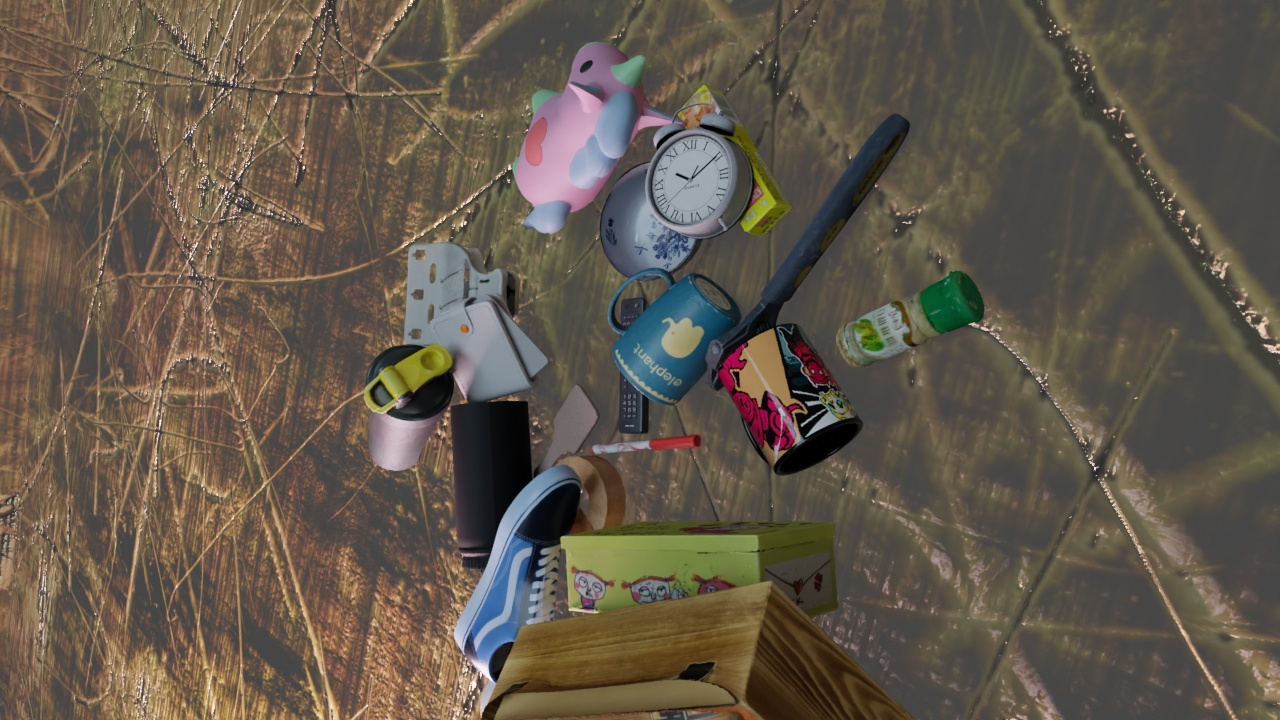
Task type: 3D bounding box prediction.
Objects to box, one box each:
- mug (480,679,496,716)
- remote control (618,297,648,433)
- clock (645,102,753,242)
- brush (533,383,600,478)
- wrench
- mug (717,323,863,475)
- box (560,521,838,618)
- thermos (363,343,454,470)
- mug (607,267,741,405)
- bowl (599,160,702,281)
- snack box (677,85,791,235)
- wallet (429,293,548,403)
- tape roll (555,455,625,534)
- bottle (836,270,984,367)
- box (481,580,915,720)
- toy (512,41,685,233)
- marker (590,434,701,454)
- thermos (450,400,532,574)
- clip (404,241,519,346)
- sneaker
[{"bbox_3d":[-0.104,0.355,0.957,0.106,0.082,0.082,-27,71,38],"label":"mug"},{"bbox_3d":[-0.005,0.005,0.924,0.032,0.015,0.136,-3,84,42],"label":"remote control"},{"bbox_3d":[0.050,-0.169,0.815,0.095,0.035,0.122,-7,83,31],"label":"clock"},{"bbox_3d":[-0.082,0.087,0.994,0.050,0.015,0.136,54,128,30],"label":"brush"},{"bbox_3d":[0.135,-0.085,0.771,0.022,0.073,0.274,46,112,32],"label":"wrench"},{"bbox_3d":[0.119,0.043,0.777,0.098,0.081,0.118,62,153,25],"label":"mug"},{"bbox_3d":[0.047,0.181,0.802,0.221,0.124,0.079,-6,84,44],"label":"box"},{"bbox_3d":[-0.277,0.060,1.069,0.098,0.098,0.221,70,153,19],"label":"thermos"},{"bbox_3d":[0.026,-0.033,0.842,0.112,0.084,0.104,41,113,-3],"label":"mug"},{"bbox_3d":[0.020,-0.130,0.879,0.114,0.045,0.114,-3,84,32],"label":"bowl"},{"bbox_3d":[0.085,-0.184,0.839,0.040,0.028,0.148,-42,62,33],"label":"snack box"},{"bbox_3d":[-0.162,-0.016,1.020,0.115,0.037,0.118,-16,106,25],"label":"wallet"},{"bbox_3d":[-0.059,0.146,0.959,0.094,0.027,0.094,-2,87,42],"label":"tape roll"},{"bbox_3d":[0.208,-0.030,0.715,0.111,0.043,0.043,-27,71,39],"label":"bottle"},{"bbox_3d":[0.032,0.314,0.691,0.280,0.251,0.191,-22,30,41],"label":"box"},{"bbox_3d":[-0.061,-0.210,0.911,0.223,0.120,0.171,-66,31,23],"label":"toy"},{"bbox_3d":[0.002,0.085,0.917,0.142,0.012,0.012,-10,82,42],"label":"marker"},{"bbox_3d":[-0.161,0.147,1.012,0.086,0.086,0.198,-9,83,41],"label":"thermos"},{"bbox_3d":[-0.203,-0.076,1.090,0.152,0.101,0.126,1,91,13],"label":"clip"},{"bbox_3d":[-0.102,0.223,0.917,0.098,0.083,0.242,40,112,35],"label":"sneaker"}]
